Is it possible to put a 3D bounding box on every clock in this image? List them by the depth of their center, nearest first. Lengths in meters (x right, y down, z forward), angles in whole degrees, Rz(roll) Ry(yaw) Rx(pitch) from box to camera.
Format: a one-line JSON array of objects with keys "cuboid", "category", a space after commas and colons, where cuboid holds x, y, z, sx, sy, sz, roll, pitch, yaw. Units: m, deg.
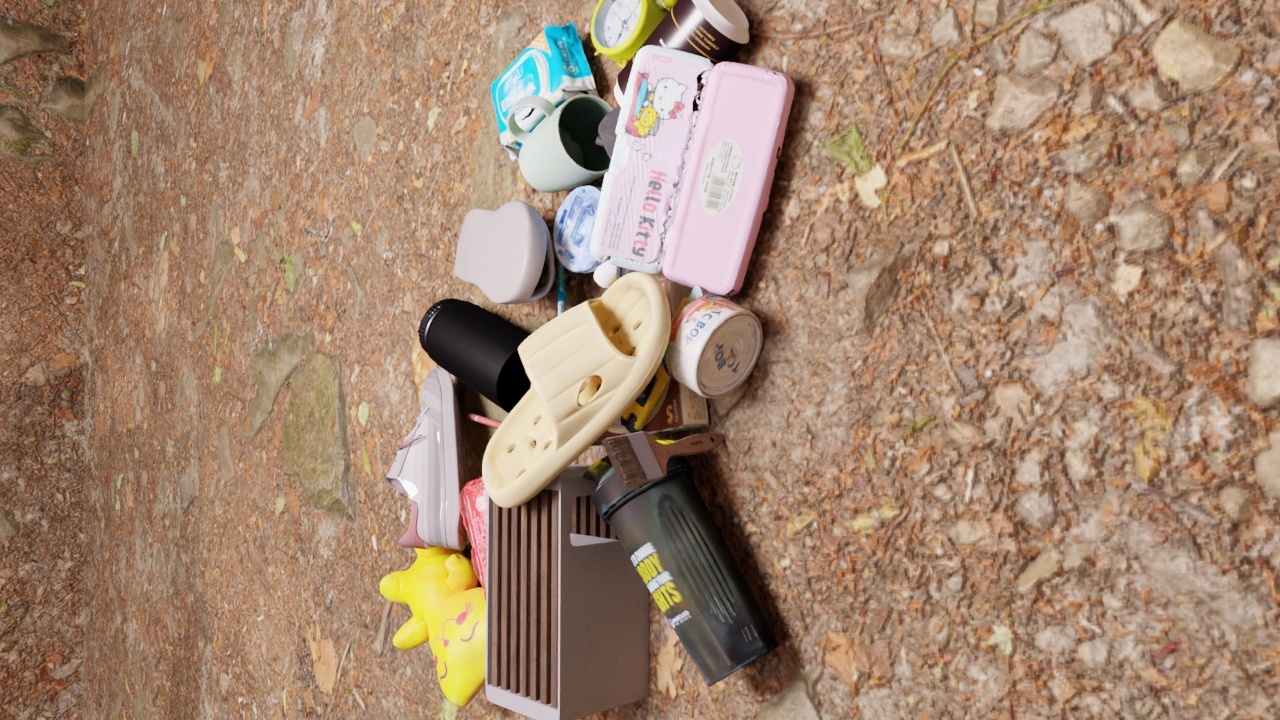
[{"cuboid": [0.001, -0.343, 0.910, 0.083, 0.057, 0.119, 43, 111, 38], "category": "clock"}, {"cuboid": [-0.037, -0.125, 0.939, 0.125, 0.051, 0.089, 41, 115, 39], "category": "clock"}]

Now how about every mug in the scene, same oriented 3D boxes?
[{"cuboid": [-0.088, -0.230, 0.958, 0.104, 0.111, 0.084, -12, 46, 54], "category": "mug"}]

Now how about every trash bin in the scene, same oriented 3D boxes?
[{"cuboid": [-0.073, 0.222, 0.912, 0.115, 0.114, 0.228, -3, 86, 45], "category": "trash bin"}]

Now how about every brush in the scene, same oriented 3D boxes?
[{"cuboid": [0.027, 0.077, 0.799, 0.008, 0.142, 0.045, -40, 69, 38], "category": "brush"}, {"cuboid": [-0.143, 0.071, 1.051, 0.173, 0.041, 0.030, 11, 79, 47], "category": "brush"}]

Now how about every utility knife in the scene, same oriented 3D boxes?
[{"cuboid": [0.020, 0.001, 0.843, 0.030, 0.017, 0.159, 39, 112, 27], "category": "utility knife"}]

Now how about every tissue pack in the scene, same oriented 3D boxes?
[{"cuboid": [-0.111, -0.293, 1.015, 0.145, 0.061, 0.092, -33, 66, 40], "category": "tissue pack"}]

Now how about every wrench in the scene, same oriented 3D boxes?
[{"cuboid": [-0.011, -0.130, 0.884, 0.073, 0.018, 0.272, 0, 72, 6], "category": "wrench"}]

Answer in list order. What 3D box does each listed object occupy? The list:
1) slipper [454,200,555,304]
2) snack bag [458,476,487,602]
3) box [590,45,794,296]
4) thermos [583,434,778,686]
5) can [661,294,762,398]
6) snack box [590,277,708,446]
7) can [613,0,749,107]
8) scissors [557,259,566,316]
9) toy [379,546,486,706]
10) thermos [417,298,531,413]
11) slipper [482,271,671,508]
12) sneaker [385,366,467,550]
[{"cuboid": [-0.140, -0.117, 1.038, 0.266, 0.080, 0.113, 17, 92, 62], "category": "slipper"}, {"cuboid": [-0.148, 0.205, 1.014, 0.083, 0.082, 0.176, -34, 64, 39], "category": "snack bag"}, {"cuboid": [0.042, -0.169, 0.822, 0.153, 0.037, 0.201, 16, 102, 12], "category": "box"}, {"cuboid": [0.037, 0.170, 0.815, 0.098, 0.098, 0.220, -45, 66, 34], "category": "thermos"}, {"cuboid": [0.064, -0.012, 0.807, 0.043, 0.086, 0.086, 33, 111, 40], "category": "can"}, {"cuboid": [-0.005, 0.005, 0.907, 0.147, 0.041, 0.143, -14, 78, 44], "category": "snack box"}, {"cuboid": [0.038, -0.282, 0.857, 0.129, 0.071, 0.072, -42, 60, 36], "category": "can"}, {"cuboid": [-0.085, -0.057, 0.993, 0.118, 0.013, 0.139, 90, 174, -49], "category": "scissors"}, {"cuboid": [-0.220, 0.300, 1.081, 0.194, 0.087, 0.134, 39, 98, 35], "category": "toy"}, {"cuboid": [-0.184, -0.013, 1.058, 0.199, 0.086, 0.086, 28, 107, 43], "category": "thermos"}, {"cuboid": [-0.075, 0.027, 0.813, 0.262, 0.079, 0.111, -50, 45, 20], "category": "slipper"}, {"cuboid": [-0.258, 0.115, 1.089, 0.099, 0.089, 0.235, 96, 167, -60], "category": "sneaker"}]
